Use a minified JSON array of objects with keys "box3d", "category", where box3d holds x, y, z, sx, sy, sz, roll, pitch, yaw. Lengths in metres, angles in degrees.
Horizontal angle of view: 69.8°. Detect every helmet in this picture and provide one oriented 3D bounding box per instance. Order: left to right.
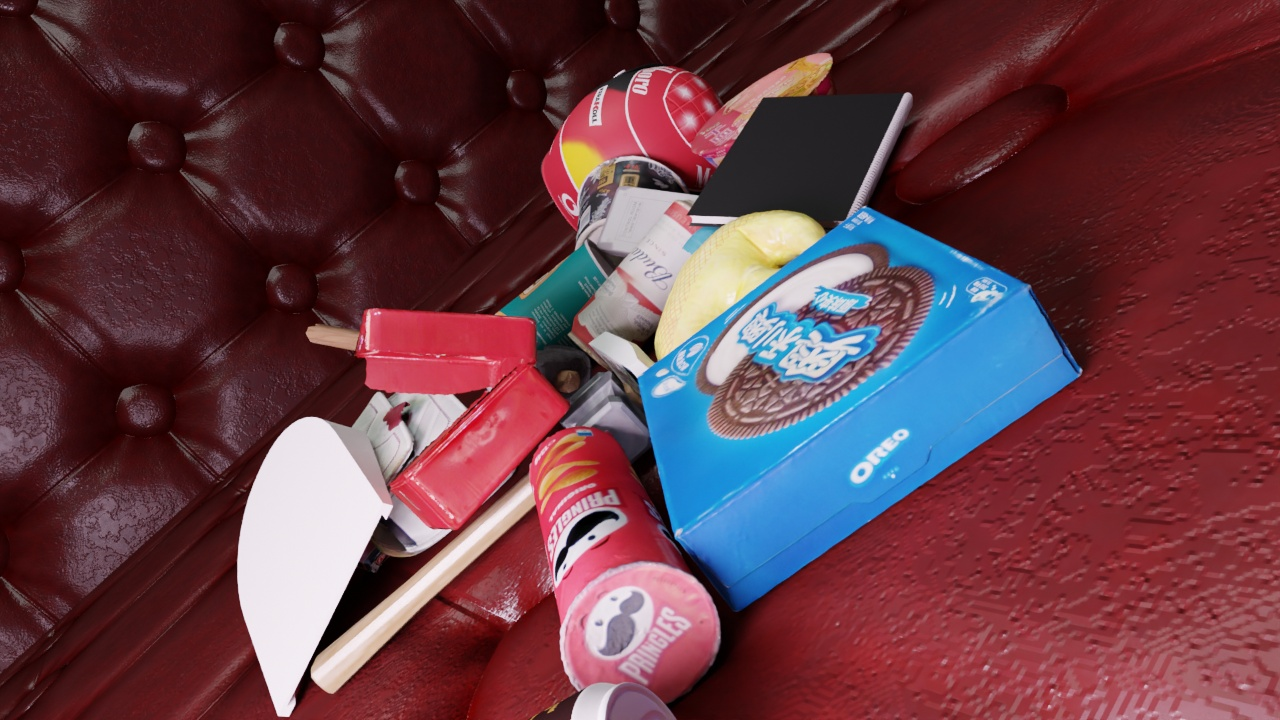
[{"box3d":[0.010,-0.269,1.172,0.225,0.197,0.270,-26,13,38],"category":"helmet"}]

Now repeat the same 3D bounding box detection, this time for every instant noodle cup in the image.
[{"box3d":[-0.014,-0.142,1.033,0.138,0.137,0.112,-30,29,31],"category":"instant noodle cup"},{"box3d":[0.151,-0.254,1.018,0.179,0.078,0.178,-31,25,15],"category":"instant noodle cup"}]

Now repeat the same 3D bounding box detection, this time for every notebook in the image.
[{"box3d":[0.148,-0.184,0.831,0.149,0.016,0.206,7,46,28],"category":"notebook"}]

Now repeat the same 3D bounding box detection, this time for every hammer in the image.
[{"box3d":[-0.203,-0.005,0.904,0.329,0.052,0.097,10,9,28],"category":"hammer"},{"box3d":[-0.122,0.133,0.696,0.323,0.051,0.117,-42,12,2],"category":"hammer"}]

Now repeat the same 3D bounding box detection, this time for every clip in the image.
[{"box3d":[0.084,-0.119,0.815,0.130,0.121,0.031,-50,48,4],"category":"clip"}]

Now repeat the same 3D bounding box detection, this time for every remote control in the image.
[{"box3d":[-0.005,0.005,0.760,0.024,0.049,0.143,-43,17,-6],"category":"remote control"},{"box3d":[0.034,-0.131,0.921,0.151,0.019,0.074,13,76,26],"category":"remote control"}]

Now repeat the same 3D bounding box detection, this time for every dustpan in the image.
[{"box3d":[-0.290,0.158,0.828,0.258,0.053,0.191,33,98,51],"category":"dustpan"}]

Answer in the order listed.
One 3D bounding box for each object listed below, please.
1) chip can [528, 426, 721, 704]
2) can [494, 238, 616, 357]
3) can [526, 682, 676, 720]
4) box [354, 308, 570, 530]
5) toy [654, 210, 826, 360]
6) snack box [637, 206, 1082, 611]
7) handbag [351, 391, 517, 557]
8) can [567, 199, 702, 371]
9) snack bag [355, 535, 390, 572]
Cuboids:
[{"box3d":[-0.020,0.100,0.518,0.073,0.073,0.233,-40,16,0],"category":"chip can"},{"box3d":[-0.081,-0.043,0.955,0.144,0.099,0.099,-37,17,10],"category":"can"},{"box3d":[-0.044,0.182,0.358,0.129,0.072,0.071,-34,18,18],"category":"can"},{"box3d":[-0.134,0.052,0.691,0.147,0.156,0.158,-3,-11,-18],"category":"box"},{"box3d":[0.071,-0.052,0.729,0.170,0.064,0.155,-52,31,-13],"category":"toy"},{"box3d":[0.097,0.009,0.523,0.196,0.056,0.238,-37,17,7],"category":"snack box"},{"box3d":[-0.219,0.093,0.884,0.141,0.096,0.199,-41,26,-12],"category":"handbag"},{"box3d":[0.007,-0.070,0.859,0.170,0.067,0.067,-49,17,2],"category":"can"},{"box3d":[-0.296,0.172,0.930,0.155,0.018,0.074,2,39,34],"category":"snack bag"}]
